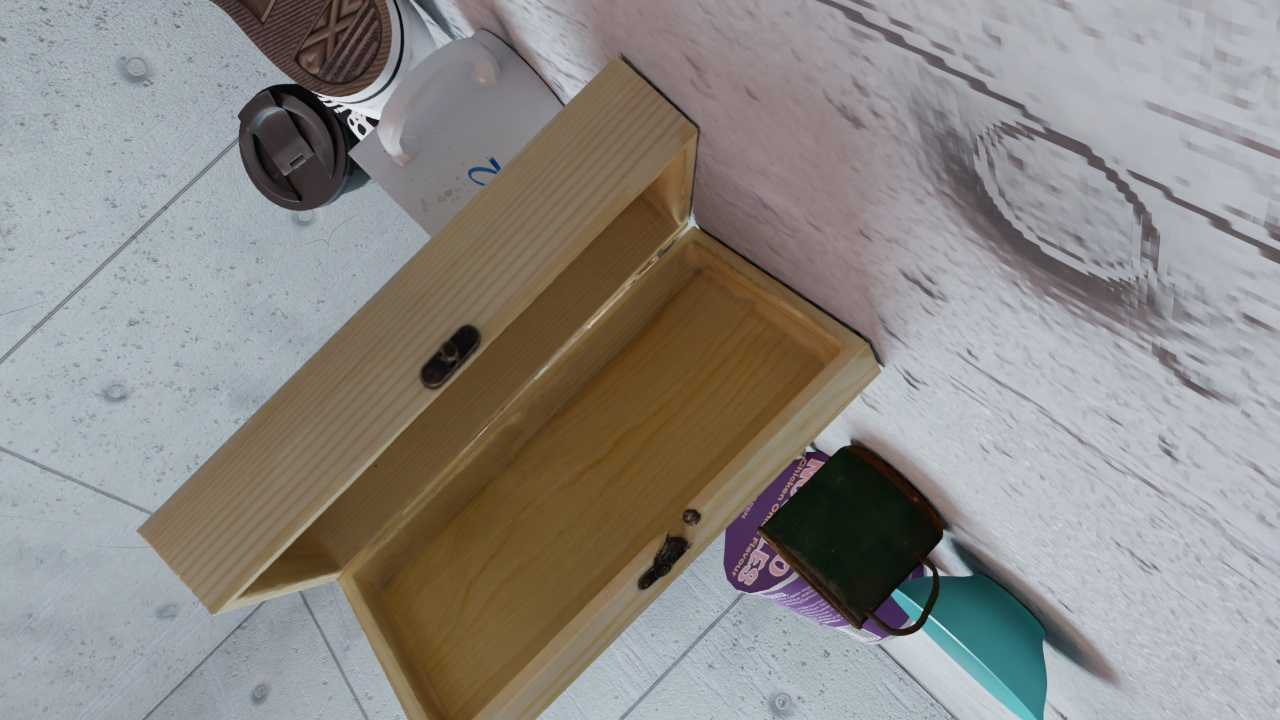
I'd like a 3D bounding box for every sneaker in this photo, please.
[{"bbox_3d":[-0.210,-0.239,0.604,0.245,0.091,0.097,42,-170,21],"label":"sneaker"}]

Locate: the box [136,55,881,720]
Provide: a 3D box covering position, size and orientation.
[{"bbox_3d":[-0.050,0.024,0.403,0.184,0.248,0.142,46,177,-15],"label":"box"}]

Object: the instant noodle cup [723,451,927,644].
[{"bbox_3d":[0.148,0.154,0.718,0.122,0.121,0.137,37,170,-19],"label":"instant noodle cup"}]

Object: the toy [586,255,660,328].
[{"bbox_3d":[0.003,-0.025,0.573,0.176,0.076,0.133,41,150,28],"label":"toy"}]

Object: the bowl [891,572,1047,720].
[{"bbox_3d":[0.217,0.169,0.577,0.121,0.046,0.121,45,176,4],"label":"bowl"}]

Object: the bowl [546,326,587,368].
[{"bbox_3d":[-0.004,0.004,0.737,0.153,0.076,0.153,4,163,1],"label":"bowl"}]

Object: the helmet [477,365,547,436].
[{"bbox_3d":[-0.074,0.036,1.045,0.282,0.184,0.223,61,-157,-55],"label":"helmet"}]

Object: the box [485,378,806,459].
[{"bbox_3d":[0.006,0.052,0.700,0.216,0.043,0.151,19,155,-36],"label":"box"}]

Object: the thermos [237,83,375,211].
[{"bbox_3d":[-0.269,-0.206,0.866,0.106,0.106,0.218,45,-156,0],"label":"thermos"}]

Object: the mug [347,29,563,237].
[{"bbox_3d":[-0.097,-0.120,0.488,0.083,0.096,0.119,44,176,15],"label":"mug"}]

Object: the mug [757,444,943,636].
[{"bbox_3d":[0.138,0.113,0.558,0.111,0.081,0.085,42,175,41],"label":"mug"}]

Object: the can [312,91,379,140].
[{"bbox_3d":[-0.217,-0.225,0.745,0.146,0.080,0.080,45,176,-4],"label":"can"}]
